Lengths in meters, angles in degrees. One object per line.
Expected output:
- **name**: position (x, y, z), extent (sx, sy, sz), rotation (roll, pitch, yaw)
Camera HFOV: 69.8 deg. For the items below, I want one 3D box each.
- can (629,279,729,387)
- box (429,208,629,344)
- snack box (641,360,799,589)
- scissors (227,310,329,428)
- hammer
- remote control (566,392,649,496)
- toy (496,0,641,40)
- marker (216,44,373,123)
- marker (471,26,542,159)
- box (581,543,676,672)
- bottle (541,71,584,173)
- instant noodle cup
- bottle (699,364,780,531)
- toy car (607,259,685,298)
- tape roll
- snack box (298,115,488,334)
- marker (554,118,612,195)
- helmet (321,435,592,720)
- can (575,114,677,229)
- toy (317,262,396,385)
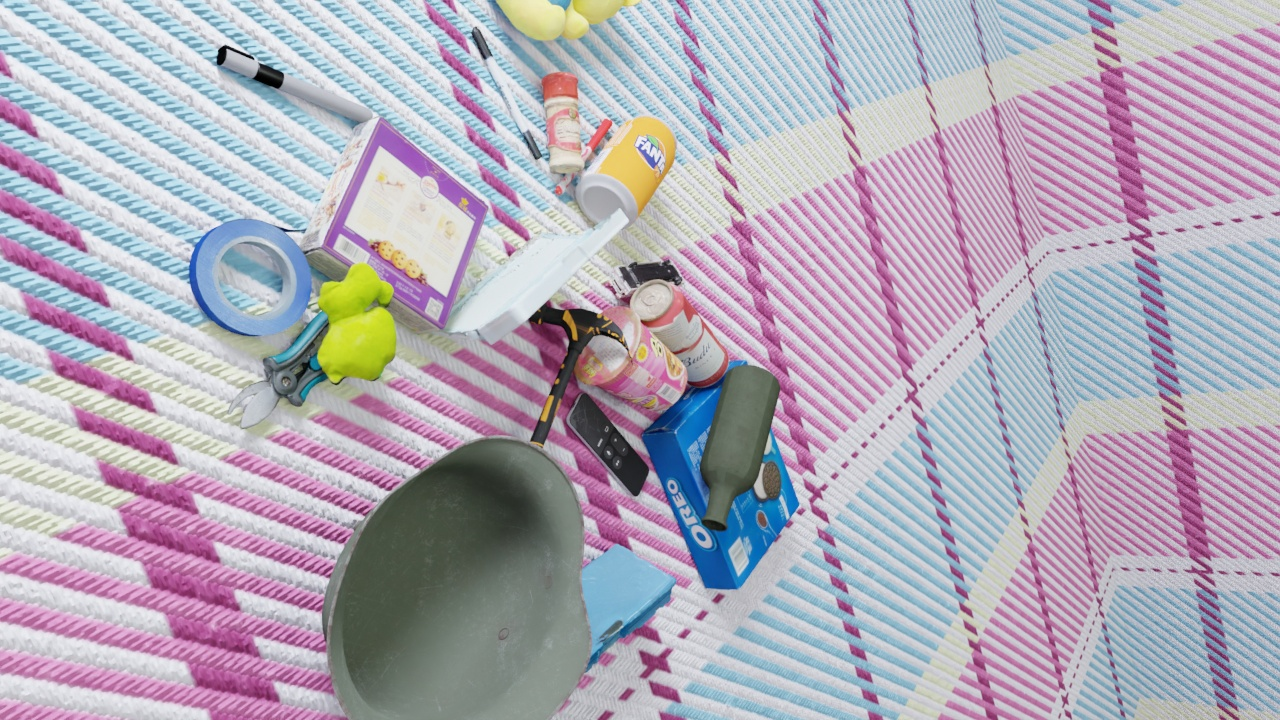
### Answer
- **can**: position (0.049, -0.030, 1.119), extent (0.170, 0.067, 0.067), rotation (47, 50, -49)
- **box**: position (-0.105, -0.082, 0.906), extent (0.196, 0.137, 0.049), rotation (-49, 122, -43)
- **snack box**: position (0.113, 0.146, 1.201), extent (0.195, 0.056, 0.239), rotation (-40, 114, -46)
- **scissors**: position (-0.279, 0.002, 0.774), extent (0.153, 0.019, 0.128), rotation (12, 74, -50)
- **hammer**: position (-0.104, 0.089, 0.928), extent (0.036, 0.123, 0.319), rotation (85, 24, -67)
- **remote control**: position (-0.036, 0.099, 1.064), extent (0.147, 0.008, 0.045), rotation (52, 48, -32)
- **toy**: position (-0.092, -0.436, 1.024), extent (0.213, 0.084, 0.149), rotation (-47, 121, -46)
- **marker**: position (-0.295, -0.235, 0.795), extent (0.140, 0.016, 0.016), rotation (14, 74, -49)
- **marker**: position (-0.144, -0.287, 0.992), extent (0.011, 0.011, 0.152), rotation (-49, 122, -42)
- **box**: position (-0.067, 0.297, 0.959), extent (0.230, 0.094, 0.102), rotation (-29, 135, -50)
- **bottle**: position (-0.087, -0.266, 1.033), extent (0.044, 0.044, 0.109), rotation (-1, 85, -51)
- **instant noodle cup**: position (-0.006, 0.006, 1.044), extent (0.108, 0.098, 0.097), rotation (35, 58, -42)
- **bottle**: position (0.114, 0.106, 1.109), extent (0.071, 0.072, 0.206), rotation (45, 52, -37)
- **toy car**: position (0.007, -0.099, 1.125), extent (0.112, 0.039, 0.039), rotation (-14, 69, -52)
- **tape roll**: position (-0.312, -0.066, 0.737), extent (0.091, 0.016, 0.093), rotation (1, 88, -44)
- **snack box**: position (-0.222, -0.122, 0.846), extent (0.143, 0.041, 0.147), rotation (39, 56, -41)
- **marker**: position (-0.066, -0.240, 1.078), extent (0.013, 0.013, 0.141), rotation (54, 47, -31)
- **helmet**: position (-0.164, 0.190, 0.774), extent (0.227, 0.154, 0.267), rotation (44, 59, -23)
- **can**: position (-0.014, -0.224, 1.086), extent (0.079, 0.079, 0.142), rotation (55, 46, -30)
- **toy**: position (-0.240, -0.029, 0.778), extent (0.094, 0.036, 0.093), rotation (-45, 122, -32)
